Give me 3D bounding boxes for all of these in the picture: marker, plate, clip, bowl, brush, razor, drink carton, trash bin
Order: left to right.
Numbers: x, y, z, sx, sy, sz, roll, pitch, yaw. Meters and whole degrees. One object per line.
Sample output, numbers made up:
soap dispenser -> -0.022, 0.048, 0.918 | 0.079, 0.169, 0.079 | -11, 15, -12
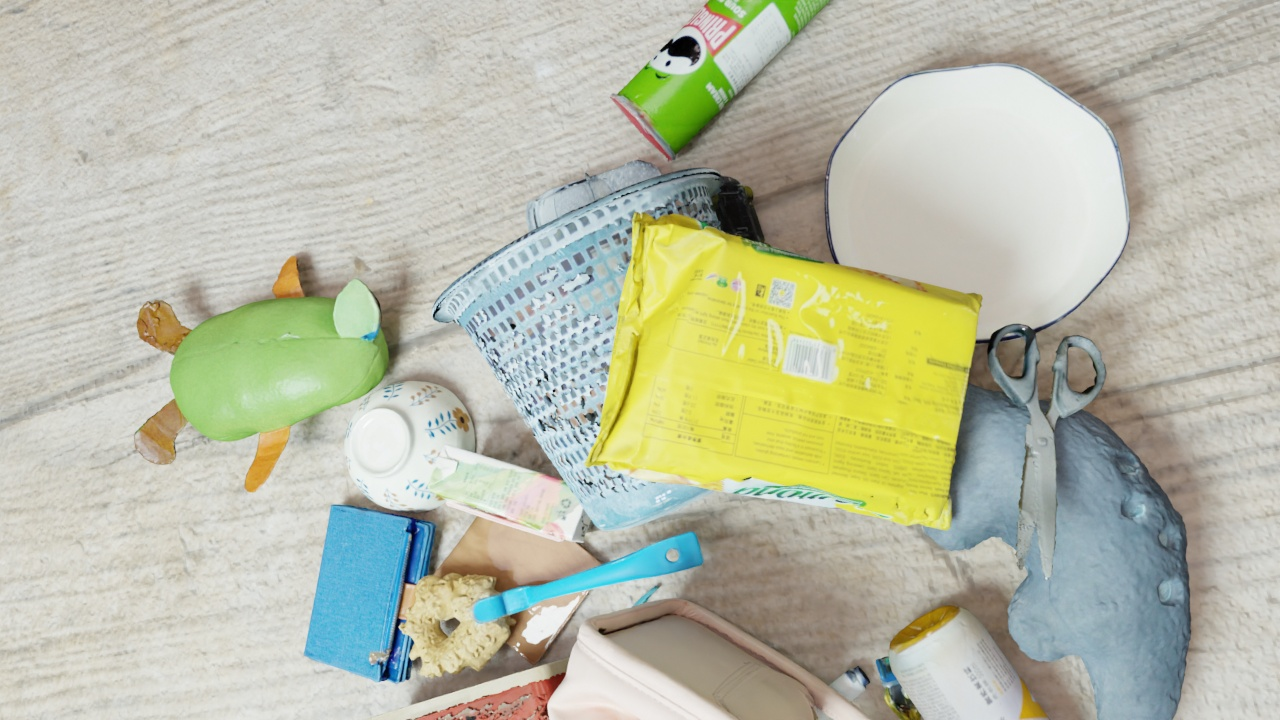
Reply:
bowl -> -0.201, 0.070, 0.766 | 0.113, 0.062, 0.113 | -2, 81, 15
drink carton -> -0.099, 0.106, 0.715 | 0.122, 0.053, 0.045 | 16, 78, 10
brush -> -0.073, 0.178, 0.698 | 0.255, 0.046, 0.083 | -20, 79, 15
trash bin -> -0.004, 0.004, 0.651 | 0.227, 0.226, 0.195 | -26, 88, 12
clip -> -0.002, 0.200, 0.711 | 0.056, 0.014, 0.041 | -39, 73, 7
marker -> 0.111, 0.265, 0.665 | 0.131, 0.018, 0.022 | -42, 64, 8
razor -> 0.197, 0.274, 0.636 | 0.042, 0.022, 0.142 | -9, 78, -21
plate -> 0.234, -0.109, 0.658 | 0.205, 0.045, 0.204 | -2, 80, 11

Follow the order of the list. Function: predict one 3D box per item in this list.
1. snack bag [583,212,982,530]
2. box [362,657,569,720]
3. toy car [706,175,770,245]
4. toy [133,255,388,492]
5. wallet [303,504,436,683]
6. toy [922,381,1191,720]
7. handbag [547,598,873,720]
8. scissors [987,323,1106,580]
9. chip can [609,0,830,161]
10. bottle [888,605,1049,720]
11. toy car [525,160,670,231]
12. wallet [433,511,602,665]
snack bag -> 0.096, 0.009, 0.551 | 0.246, 0.068, 0.158 | 12, 88, -18
box -> -0.122, 0.287, 0.694 | 0.168, 0.091, 0.079 | -22, 73, 13
toy car -> 0.071, -0.101, 0.717 | 0.035, 0.042, 0.090 | -32, 70, 57
toy -> -0.329, 0.006, 0.800 | 0.247, 0.090, 0.226 | -8, 69, 12
wallet -> -0.227, 0.192, 0.768 | 0.106, 0.040, 0.133 | 6, 84, 26
toy -> 0.270, 0.108, 0.603 | 0.138, 0.091, 0.356 | -35, 75, 19
handbag -> 0.074, 0.238, 0.583 | 0.234, 0.193, 0.093 | 17, 90, 22
scissors -> 0.238, 0.046, 0.566 | 0.172, 0.014, 0.145 | -33, 62, -18
chip can -> 0.085, -0.265, 0.722 | 0.236, 0.072, 0.072 | -44, 73, 6
bottle -> 0.239, 0.254, 0.598 | 0.068, 0.068, 0.189 | -35, 80, 9
toy car -> -0.035, -0.127, 0.757 | 0.121, 0.037, 0.054 | -16, 77, 11
wallet -> -0.099, 0.171, 0.743 | 0.115, 0.020, 0.101 | 37, 93, 15
